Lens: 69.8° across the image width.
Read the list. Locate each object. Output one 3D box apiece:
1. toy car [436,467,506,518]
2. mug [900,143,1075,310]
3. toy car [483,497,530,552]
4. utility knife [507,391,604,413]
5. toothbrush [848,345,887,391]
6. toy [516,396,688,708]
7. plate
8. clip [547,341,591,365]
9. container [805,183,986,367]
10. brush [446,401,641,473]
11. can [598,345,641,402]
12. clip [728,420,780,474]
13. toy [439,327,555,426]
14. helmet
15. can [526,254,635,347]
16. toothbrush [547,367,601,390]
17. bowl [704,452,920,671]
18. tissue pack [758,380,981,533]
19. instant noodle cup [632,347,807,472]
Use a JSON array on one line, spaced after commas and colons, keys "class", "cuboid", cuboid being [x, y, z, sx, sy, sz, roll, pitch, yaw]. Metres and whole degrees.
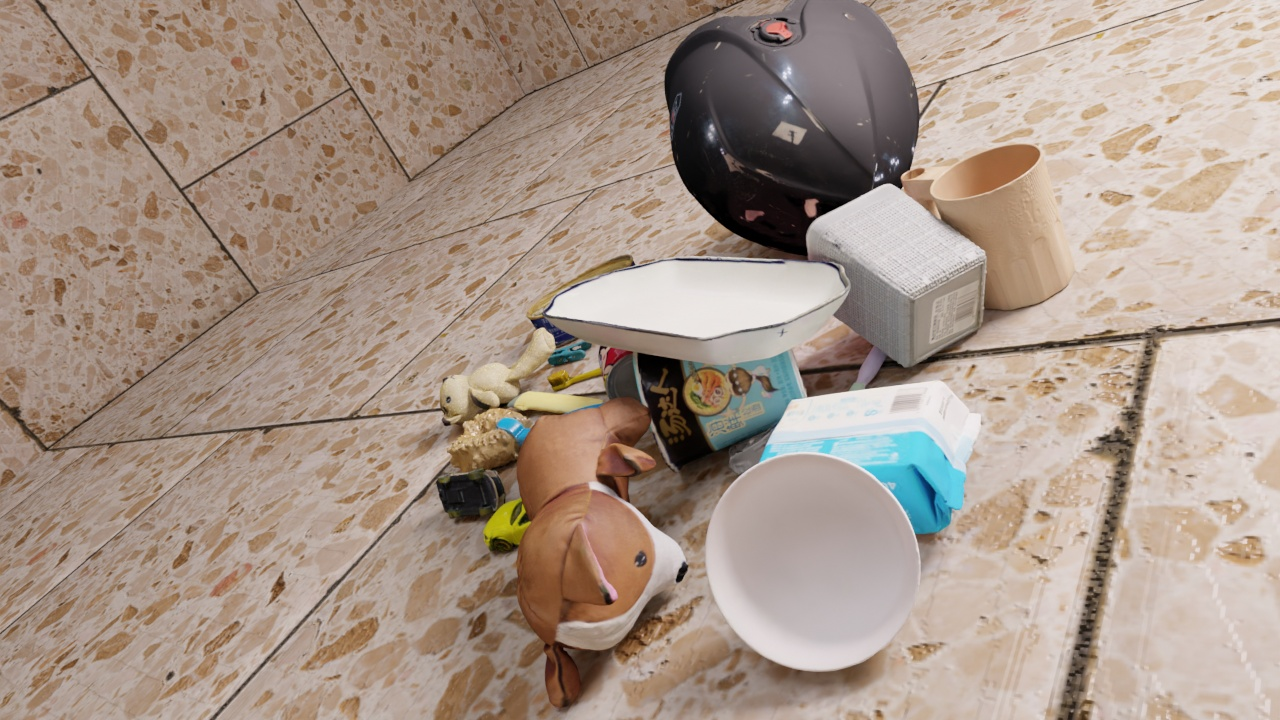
[{"class": "toy car", "cuboid": [-0.155, 0.121, 0.853, 0.035, 0.042, 0.091, -21, 6, -43]}, {"class": "mug", "cuboid": [0.274, -0.106, 0.733, 0.084, 0.103, 0.125, -39, 25, -20]}, {"class": "toy car", "cuboid": [-0.091, 0.129, 0.778, 0.105, 0.032, 0.048, -23, 25, 20]}, {"class": "utility knife", "cuboid": [-0.072, 0.046, 0.935, 0.207, 0.021, 0.030, -1, 41, 52]}, {"class": "toothbrush", "cuboid": [0.185, -0.002, 0.737, 0.021, 0.029, 0.188, 30, 51, 16]}, {"class": "toy", "cuboid": [-0.031, 0.122, 0.631, 0.130, 0.140, 0.199, 9, 31, -2]}, {"class": "plate", "cuboid": [0.040, -0.041, 0.725, 0.161, 0.034, 0.266, -28, 24, -37]}, {"class": "clip", "cuboid": [-0.083, -0.007, 1.062, 0.056, 0.014, 0.040, -17, 26, 29]}, {"class": "container", "cuboid": [0.202, -0.065, 0.719, 0.090, 0.090, 0.114, -28, 43, -12]}, {"class": "brush", "cuboid": [-0.095, 0.065, 0.879, 0.255, 0.046, 0.082, -15, 24, 43]}, {"class": "can", "cuboid": [-0.005, 0.005, 0.880, 0.066, 0.066, 0.093, -28, 23, 4]}, {"class": "clip", "cuboid": [0.093, 0.067, 0.700, 0.057, 0.025, 0.033, -27, 18, 18]}, {"class": "toy", "cuboid": [-0.161, 0.017, 1.035, 0.157, 0.066, 0.105, -35, 18, 6]}, {"class": "helmet", "cuboid": [0.147, -0.231, 0.946, 0.275, 0.234, 0.229, 14, 52, 1]}, {"class": "can", "cuboid": [-0.064, -0.073, 1.124, 0.148, 0.049, 0.074, -29, 23, 3]}, {"class": "toothbrush", "cuboid": [-0.018, -0.001, 0.969, 0.190, 0.016, 0.015, -18, 27, 26]}, {"class": "bowl", "cuboid": [0.103, 0.112, 0.529, 0.118, 0.118, 0.064, -21, -12, 20]}, {"class": "tissue pack", "cuboid": [0.142, 0.067, 0.590, 0.140, 0.063, 0.089, -10, 29, 35]}, {"class": "instant noodle cup", "cuboid": [0.068, 0.020, 0.733, 0.120, 0.111, 0.111, -18, 26, 11]}]
